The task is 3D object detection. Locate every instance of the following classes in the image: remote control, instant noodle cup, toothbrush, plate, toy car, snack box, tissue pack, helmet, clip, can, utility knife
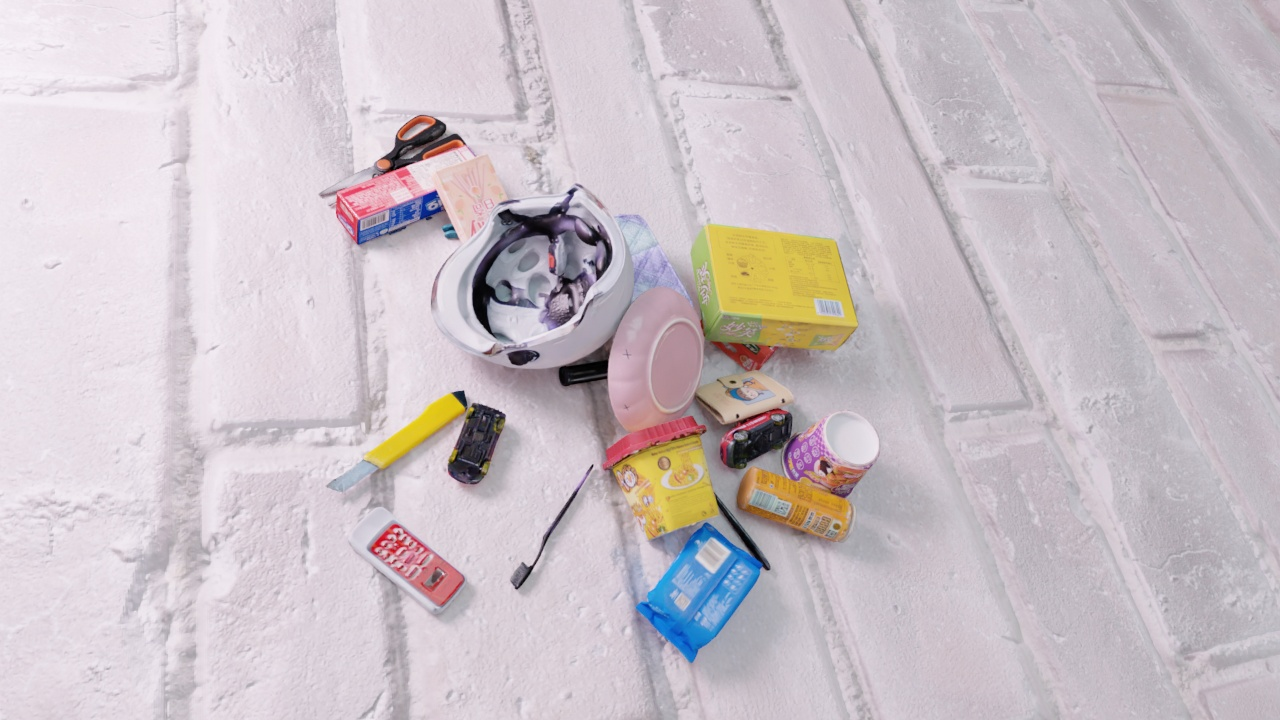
[{"bbox_3d":[-0.258,0.220,1.015,0.136,0.020,0.055,38,56,5],"label":"remote control"},{"bbox_3d":[0.256,0.123,1.212,0.111,0.099,0.111,8,59,-14],"label":"instant noodle cup"},{"bbox_3d":[0.111,0.191,1.169,0.018,0.016,0.181,-22,68,-39],"label":"toothbrush"},{"bbox_3d":[0.031,0.004,1.158,0.039,0.192,0.191,11,46,34],"label":"plate"},{"bbox_3d":[0.150,0.101,1.216,0.120,0.053,0.045,-23,35,-35],"label":"toy car"},{"bbox_3d":[-0.103,0.193,1.092,0.017,0.014,0.188,25,54,11],"label":"toothbrush"},{"bbox_3d":[-0.308,-0.227,1.250,0.207,0.057,0.058,-30,71,-32],"label":"snack box"},{"bbox_3d":[0.070,0.271,1.082,0.095,0.052,0.156,39,55,9],"label":"tissue pack"},{"bbox_3d":[-0.198,0.101,1.102,0.049,0.031,0.106,19,54,-7],"label":"toy car"},{"bbox_3d":[-0.119,-0.085,1.160,0.259,0.146,0.228,-23,58,16],"label":"helmet"},{"bbox_3d":[-0.213,-0.194,1.243,0.084,0.026,0.157,-29,98,-31],"label":"snack box"},{"bbox_3d":[0.185,-0.102,1.285,0.210,0.070,0.157,4,58,-17],"label":"snack box"},{"bbox_3d":[-0.007,0.007,1.234,0.212,0.026,0.027,-8,98,-25],"label":"toothbrush"},{"bbox_3d":[-0.247,-0.181,1.270,0.056,0.014,0.040,-9,63,-26],"label":"clip"},{"bbox_3d":[0.031,0.146,1.115,0.115,0.116,0.123,-13,76,-26],"label":"instant noodle cup"},{"bbox_3d":[0.159,-0.060,1.322,0.113,0.044,0.126,39,55,6],"label":"snack box"},{"bbox_3d":[0.199,0.185,1.177,0.146,0.058,0.058,20,55,-7],"label":"can"},{"bbox_3d":[-0.283,0.095,1.084,0.033,0.015,0.206,45,53,9],"label":"utility knife"}]

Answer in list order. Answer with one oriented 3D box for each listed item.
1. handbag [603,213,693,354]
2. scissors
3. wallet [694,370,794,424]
[{"bbox_3d":[-0.022,-0.104,1.267,0.134,0.076,0.193,-17,66,-23],"label":"handbag"},{"bbox_3d":[-0.359,-0.284,1.295,0.233,0.022,0.162,-15,59,-20],"label":"scissors"},{"bbox_3d":[0.136,0.047,1.242,0.115,0.024,0.087,-17,39,-25],"label":"wallet"}]
